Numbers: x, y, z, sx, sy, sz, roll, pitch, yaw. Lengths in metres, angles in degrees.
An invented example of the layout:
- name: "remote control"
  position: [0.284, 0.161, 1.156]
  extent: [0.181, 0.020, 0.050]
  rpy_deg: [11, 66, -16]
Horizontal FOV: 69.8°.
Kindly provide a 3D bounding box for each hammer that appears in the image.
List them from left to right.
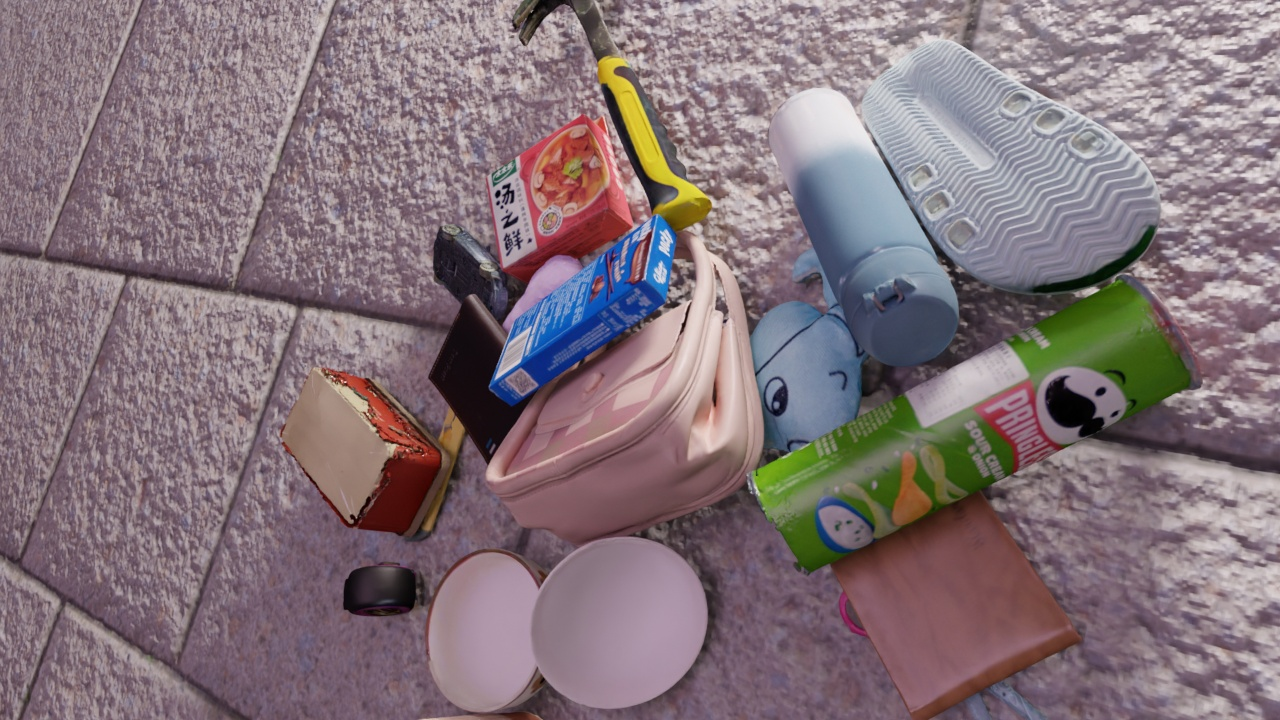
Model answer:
- name: "hammer"
  position: [-0.020, -0.227, 0.751]
  extent: [0.126, 0.032, 0.322]
  rpy_deg: [-22, 57, 3]

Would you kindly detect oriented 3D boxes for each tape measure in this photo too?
- name: "tape measure"
  position: [-0.216, 0.190, 0.763]
  extent: [0.058, 0.057, 0.039]
  rpy_deg: [-22, 61, 36]

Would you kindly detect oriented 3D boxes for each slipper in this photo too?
- name: "slipper"
  position: [0.216, -0.118, 0.571]
  extent: [0.104, 0.074, 0.245]
  rpy_deg: [-40, 40, 17]

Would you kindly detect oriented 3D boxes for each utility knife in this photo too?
- name: "utility knife"
  position: [-0.169, 0.076, 0.801]
  extent: [0.031, 0.019, 0.173]
  rpy_deg: [12, 77, 30]

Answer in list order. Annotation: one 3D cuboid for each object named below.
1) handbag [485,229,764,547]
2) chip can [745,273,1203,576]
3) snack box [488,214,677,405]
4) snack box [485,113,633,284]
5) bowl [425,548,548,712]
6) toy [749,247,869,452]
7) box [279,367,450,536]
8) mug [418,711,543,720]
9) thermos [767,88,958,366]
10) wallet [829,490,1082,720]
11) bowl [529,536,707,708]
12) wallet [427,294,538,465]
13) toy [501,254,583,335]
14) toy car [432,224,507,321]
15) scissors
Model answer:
- name: "handbag"
  position: [-0.004, 0.004, 0.657]
  extent: [0.194, 0.093, 0.233]
  rpy_deg: [-26, 40, 40]
- name: "chip can"
  position: [0.179, 0.040, 0.517]
  extent: [0.236, 0.072, 0.072]
  rpy_deg: [-30, 59, 13]
- name: "snack box"
  position: [-0.042, -0.035, 0.664]
  extent: [0.157, 0.026, 0.084]
  rpy_deg: [-33, 28, 31]
- name: "snack box"
  position: [-0.074, -0.146, 0.790]
  extent: [0.113, 0.044, 0.127]
  rpy_deg: [-27, 60, 24]
- name: "bowl"
  position: [-0.096, 0.198, 0.676]
  extent: [0.114, 0.062, 0.113]
  rpy_deg: [-11, 69, 32]
- name: "toy"
  position: [0.116, -0.006, 0.611]
  extent: [0.157, 0.049, 0.161]
  rpy_deg: [-31, 49, 24]
- name: "box"
  position: [-0.250, 0.073, 0.803]
  extent: [0.168, 0.079, 0.091]
  rpy_deg: [33, 98, 41]
- name: "mug"
  position: [-0.110, 0.298, 0.623]
  extent: [0.082, 0.105, 0.114]
  rpy_deg: [-40, 56, 16]
- name: "thermos"
  position: [0.136, -0.089, 0.580]
  extent: [0.070, 0.070, 0.220]
  rpy_deg: [-32, 43, 21]
- name: "wallet"
  position: [0.173, 0.132, 0.527]
  extent: [0.101, 0.020, 0.115]
  rpy_deg: [-33, 57, 9]
- name: "bowl"
  position: [-0.019, 0.166, 0.625]
  extent: [0.118, 0.118, 0.065]
  rpy_deg: [-60, 14, 2]
- name: "wallet"
  position: [-0.128, 0.020, 0.763]
  extent: [0.122, 0.020, 0.097]
  rpy_deg: [50, 121, 26]
- name: "toy"
  position: [-0.079, -0.037, 0.758]
  extent: [0.108, 0.039, 0.084]
  rpy_deg: [-54, 51, 14]
- name: "toy car"
  position: [-0.150, -0.078, 0.817]
  extent: [0.120, 0.036, 0.054]
  rpy_deg: [44, 128, 41]
- name: "scissors"
  position: [0.184, 0.159, 0.531]
  extent: [0.137, 0.017, 0.096]
  rpy_deg: [35, 88, 34]
